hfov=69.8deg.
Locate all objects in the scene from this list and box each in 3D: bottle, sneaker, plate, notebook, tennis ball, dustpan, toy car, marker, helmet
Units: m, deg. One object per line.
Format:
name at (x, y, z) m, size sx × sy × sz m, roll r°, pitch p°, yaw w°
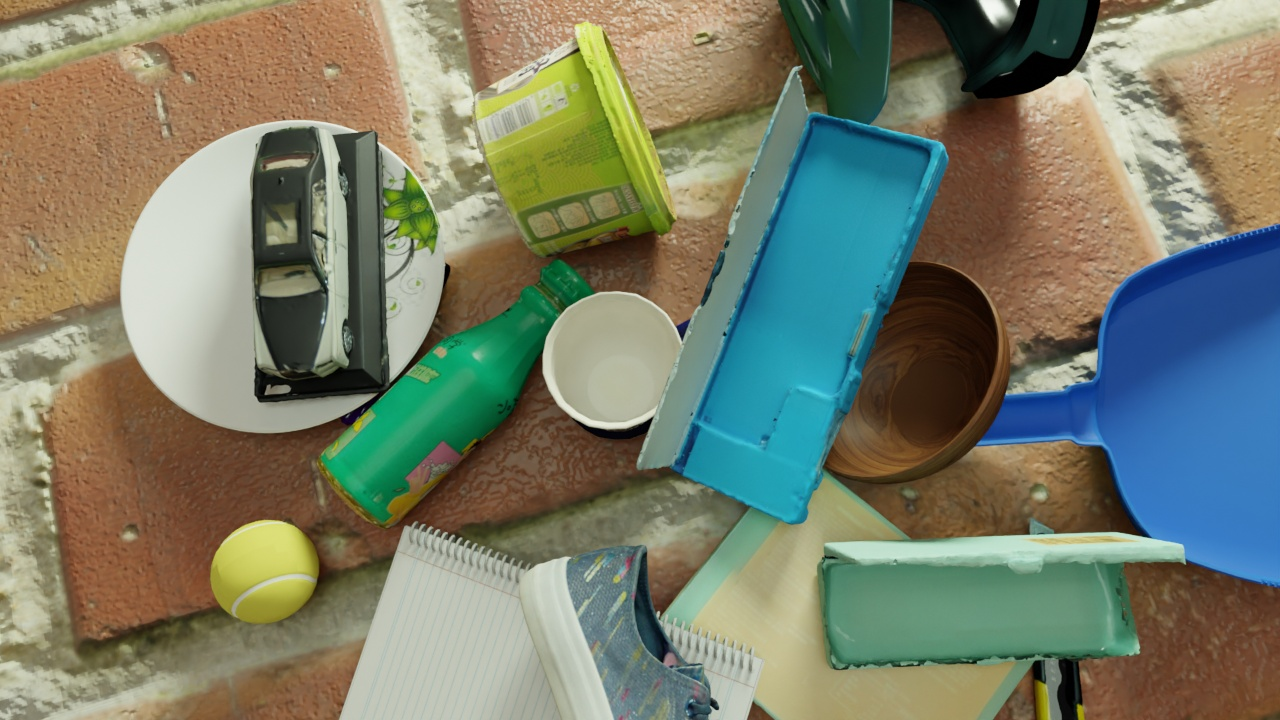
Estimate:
bottle at (-0.116, 0.017, 0.614) m, size 0.209 × 0.068 × 0.068 m, roll -45°, pitch 79°, yaw -7°
sneaker at (0.011, 0.211, 0.504) m, size 0.079 × 0.087 × 0.235 m, roll -27°, pitch 76°, yaw 6°
plate at (-0.251, -0.060, 0.656) m, size 0.229 × 0.030 × 0.229 m, roll -1°, pitch 77°, yaw 2°
notebook at (-0.066, 0.223, 0.568) m, size 0.246 × 0.013 × 0.178 m, roll 17°, pitch 86°, yaw 14°
tennis ball at (-0.242, 0.136, 0.593) m, size 0.065 × 0.065 × 0.065 m, roll 0°, pitch 77°, yaw 2°
dustpan at (0.323, 0.037, 0.595) m, size 0.258 × 0.059 × 0.245 m, roll -6°, pitch 75°, yaw 20°
toy car at (-0.223, -0.073, 0.606) m, size 0.094 × 0.071 × 0.191 m, roll -5°, pitch 79°, yaw 3°
marker at (-0.171, -0.012, 0.649) m, size 0.018 × 0.015 × 0.133 m, roll 25°, pitch 79°, yaw 27°
helmet at (0.183, -0.286, 0.622) m, size 0.200 × 0.176 × 0.275 m, roll -7°, pitch 91°, yaw -4°

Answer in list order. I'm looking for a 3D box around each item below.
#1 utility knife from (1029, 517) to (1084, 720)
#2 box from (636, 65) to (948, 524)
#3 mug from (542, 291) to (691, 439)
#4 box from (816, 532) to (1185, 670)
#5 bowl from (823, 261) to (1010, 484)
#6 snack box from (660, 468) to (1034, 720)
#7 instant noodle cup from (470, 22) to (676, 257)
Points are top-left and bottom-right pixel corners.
utility knife at (0.265, 0.188, 0.586) m, size 0.029 × 0.020 × 0.172 m, roll 0°, pitch 76°, yaw 0°
box at (0.085, -0.033, 0.535) m, size 0.094 × 0.115 × 0.243 m, roll 22°, pitch 92°, yaw 25°
mug at (-0.004, 0.003, 0.601) m, size 0.112 × 0.089 × 0.085 m, roll -26°, pitch 78°, yaw -4°
box at (0.203, 0.133, 0.521) m, size 0.188 × 0.093 × 0.077 m, roll -1°, pitch 71°, yaw -3°
bowl at (0.174, 0.017, 0.591) m, size 0.148 × 0.068 × 0.147 m, roll -26°, pitch 50°, yaw 35°
snack box at (0.130, 0.172, 0.581) m, size 0.193 × 0.044 × 0.141 m, roll 39°, pitch 81°, yaw 10°
instant noodle cup at (-0.044, -0.139, 0.614) m, size 0.098 × 0.146 × 0.146 m, roll -21°, pitch 77°, yaw 9°
